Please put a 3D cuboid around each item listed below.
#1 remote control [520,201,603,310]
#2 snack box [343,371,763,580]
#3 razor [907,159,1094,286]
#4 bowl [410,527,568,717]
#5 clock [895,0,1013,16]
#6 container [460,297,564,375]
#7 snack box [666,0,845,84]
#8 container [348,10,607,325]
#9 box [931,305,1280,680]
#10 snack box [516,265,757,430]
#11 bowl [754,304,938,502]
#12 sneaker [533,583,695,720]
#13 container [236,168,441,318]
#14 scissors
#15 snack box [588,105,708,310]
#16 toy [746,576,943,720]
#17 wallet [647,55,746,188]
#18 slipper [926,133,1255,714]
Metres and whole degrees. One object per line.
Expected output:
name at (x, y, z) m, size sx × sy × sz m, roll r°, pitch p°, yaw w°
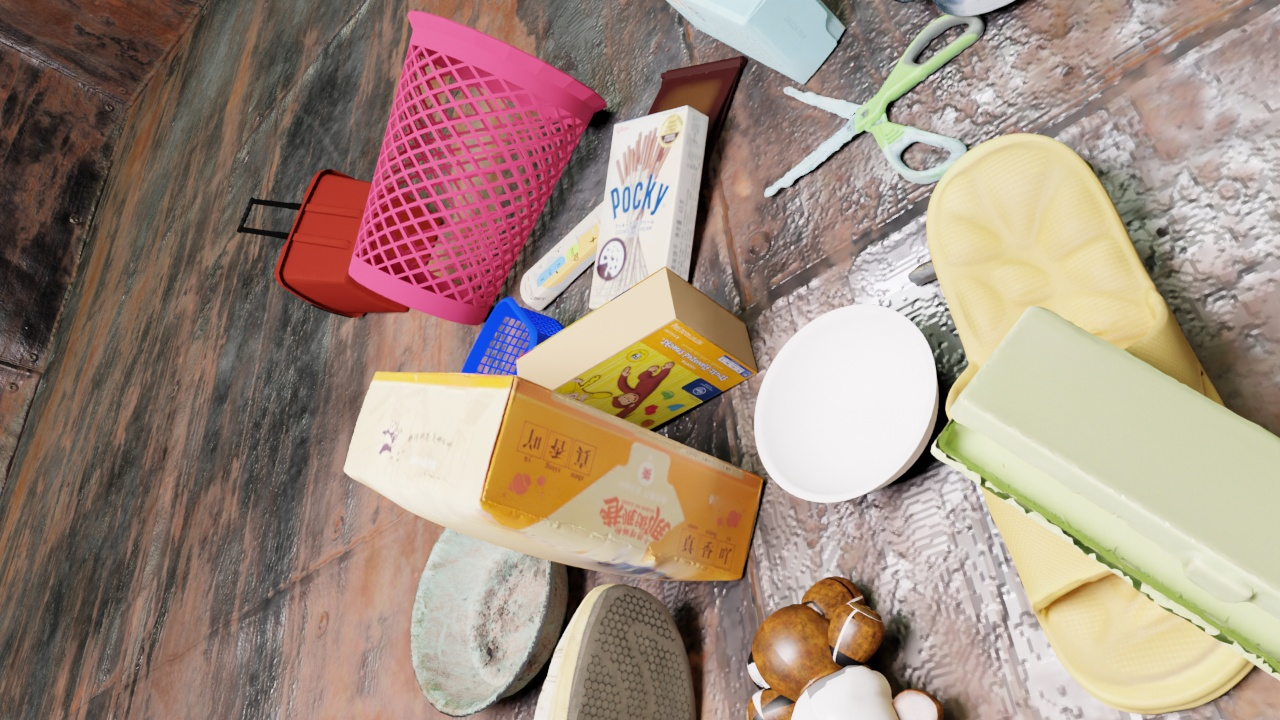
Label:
remote control at (-0.053, -0.091, 0.769) m, size 0.126 × 0.018 × 0.038 m, roll -40°, pitch 44°, yaw 22°
snack box at (-0.048, 0.074, 0.529) m, size 0.145 × 0.195 × 0.080 m, roll 0°, pitch 71°, yaw 47°
razor at (0.190, -0.064, 0.487) m, size 0.106 × 0.026 × 0.042 m, roll -26°, pitch 53°, yaw 41°
bowl at (-0.103, 0.174, 0.656) m, size 0.158 × 0.038 × 0.157 m, roll -25°, pitch 52°, yaw 37°
clock at (0.199, -0.258, 0.557) m, size 0.090 × 0.052 × 0.129 m, roll -57°, pitch 36°, yaw -7°
container at (-0.093, 0.020, 0.706) m, size 0.114 × 0.058 × 0.096 m, roll -62°, pitch 35°, yaw 14°
snack box at (0.071, -0.271, 0.690) m, size 0.053 × 0.075 × 0.174 m, roll -51°, pitch 40°, yaw 12°
container at (-0.158, -0.159, 0.814) m, size 0.183 × 0.183 × 0.226 m, roll 32°, pitch 101°, yaw 51°
box at (0.200, 0.053, 0.313) m, size 0.188 × 0.089 × 0.077 m, roll 34°, pitch 83°, yaw 21°
snack box at (-0.004, 0.003, 0.596) m, size 0.126 × 0.088 × 0.040 m, roll -30°, pitch 52°, yaw 28°
bowl at (0.118, 0.028, 0.496) m, size 0.110 × 0.040 × 0.109 m, roll -25°, pitch 52°, yaw 37°
sneaker at (-0.041, 0.247, 0.521) m, size 0.102 × 0.088 × 0.241 m, roll -6°, pitch 69°, yaw 55°
container at (-0.331, -0.128, 1.006) m, size 0.201 × 0.127 × 0.148 m, roll 10°, pitch 77°, yaw 39°
scissors at (0.147, -0.154, 0.588) m, size 0.172 × 0.023 × 0.168 m, roll -40°, pitch 50°, yaw 29°
snack box at (0.005, -0.110, 0.688) m, size 0.082 × 0.026 × 0.150 m, roll 0°, pitch 81°, yaw 48°
toy at (0.094, 0.163, 0.435) m, size 0.087 × 0.067 × 0.112 m, roll -51°, pitch 50°, yaw 14°
wallet at (0.031, -0.187, 0.735) m, size 0.092 × 0.018 × 0.115 m, roll 9°, pitch 73°, yaw 49°
slipper at (0.184, 0.010, 0.391) m, size 0.100 × 0.078 × 0.263 m, roll -25°, pitch 62°, yaw 30°
